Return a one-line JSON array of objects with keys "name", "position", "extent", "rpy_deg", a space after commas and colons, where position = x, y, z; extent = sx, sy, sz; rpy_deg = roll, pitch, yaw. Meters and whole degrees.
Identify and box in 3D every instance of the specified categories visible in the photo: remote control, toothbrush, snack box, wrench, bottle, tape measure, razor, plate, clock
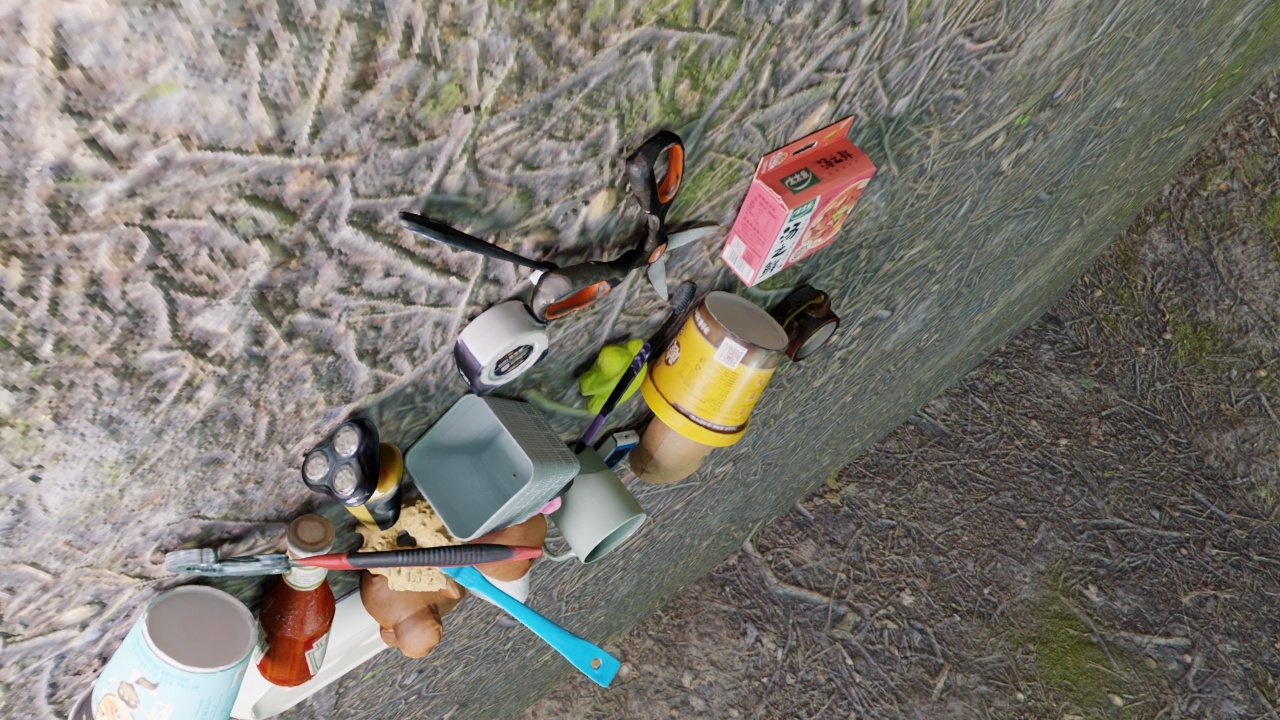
[{"name": "remote control", "position": [-0.054, 0.127, 1.066], "extent": [0.125, 0.024, 0.049], "rpy_deg": [-47, 160, 25]}, {"name": "toothbrush", "position": [-0.005, 0.005, 0.819], "extent": [0.189, 0.014, 0.017], "rpy_deg": [-55, 149, -8]}, {"name": "snack box", "position": [0.139, -0.136, 0.794], "extent": [0.113, 0.044, 0.127], "rpy_deg": [-29, 159, -27]}, {"name": "wrench", "position": [-0.201, 0.147, 0.681], "extent": [0.273, 0.016, 0.056], "rpy_deg": [6, 158, -31]}, {"name": "bottle", "position": [-0.281, 0.199, 0.756], "extent": [0.059, 0.060, 0.207], "rpy_deg": [-22, 149, -41]}, {"name": "tape measure", "position": [-0.098, -0.011, 0.653], "extent": [0.065, 0.033, 0.066], "rpy_deg": [-34, 163, -21]}, {"name": "razor", "position": [-0.206, 0.095, 0.681], "extent": [0.067, 0.062, 0.168], "rpy_deg": [-3, 158, -10]}, {"name": "plate", "position": [-0.306, 0.290, 0.950], "extent": [0.265, 0.034, 0.162], "rpy_deg": [-27, 158, -31]}, {"name": "toothbrush", "position": [-0.094, -0.066, 0.564], "extent": [0.018, 0.015, 0.181], "rpy_deg": [-35, 164, 15]}, {"name": "clock", "position": [0.189, -0.045, 1.080], "extent": [0.082, 0.055, 0.122], "rpy_deg": [-40, 160, 1]}]

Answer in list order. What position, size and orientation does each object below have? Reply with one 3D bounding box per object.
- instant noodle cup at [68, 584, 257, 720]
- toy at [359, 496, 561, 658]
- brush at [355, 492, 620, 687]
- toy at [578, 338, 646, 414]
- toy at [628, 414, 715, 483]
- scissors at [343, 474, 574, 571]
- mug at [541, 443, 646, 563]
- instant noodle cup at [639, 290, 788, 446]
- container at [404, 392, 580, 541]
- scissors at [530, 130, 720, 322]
[{"name": "instant noodle cup", "position": [-0.338, 0.230, 0.664], "extent": [0.111, 0.111, 0.121], "rpy_deg": [-7, 135, -58]}, {"name": "toy", "position": [-0.164, 0.197, 0.881], "extent": [0.199, 0.130, 0.140], "rpy_deg": [-42, -168, -26]}, {"name": "brush", "position": [-0.127, 0.200, 0.783], "extent": [0.083, 0.254, 0.046], "rpy_deg": [-57, -178, -19]}, {"name": "toy", "position": [-0.023, 0.016, 0.859], "extent": [0.097, 0.031, 0.100], "rpy_deg": [-48, 159, 18]}, {"name": "toy", "position": [0.074, 0.061, 1.075], "extent": [0.226, 0.082, 0.143], "rpy_deg": [-49, 169, 26]}, {"name": "scissors", "position": [-0.167, 0.138, 0.849], "extent": [0.205, 0.015, 0.198], "rpy_deg": [-9, -159, 20]}, {"name": "mug", "position": [-0.069, 0.158, 0.980], "extent": [0.112, 0.106, 0.082], "rpy_deg": [-40, 162, 0]}, {"name": "instant noodle cup", "position": [0.076, 0.004, 0.899], "extent": [0.118, 0.118, 0.115], "rpy_deg": [-14, 142, -52]}, {"name": "container", "position": [-0.116, 0.086, 0.760], "extent": [0.090, 0.090, 0.111], "rpy_deg": [-43, 164, 12]}, {"name": "scissors", "position": [0.005, -0.087, 0.673], "extent": [0.220, 0.022, 0.228], "rpy_deg": [-35, 159, -34]}]
